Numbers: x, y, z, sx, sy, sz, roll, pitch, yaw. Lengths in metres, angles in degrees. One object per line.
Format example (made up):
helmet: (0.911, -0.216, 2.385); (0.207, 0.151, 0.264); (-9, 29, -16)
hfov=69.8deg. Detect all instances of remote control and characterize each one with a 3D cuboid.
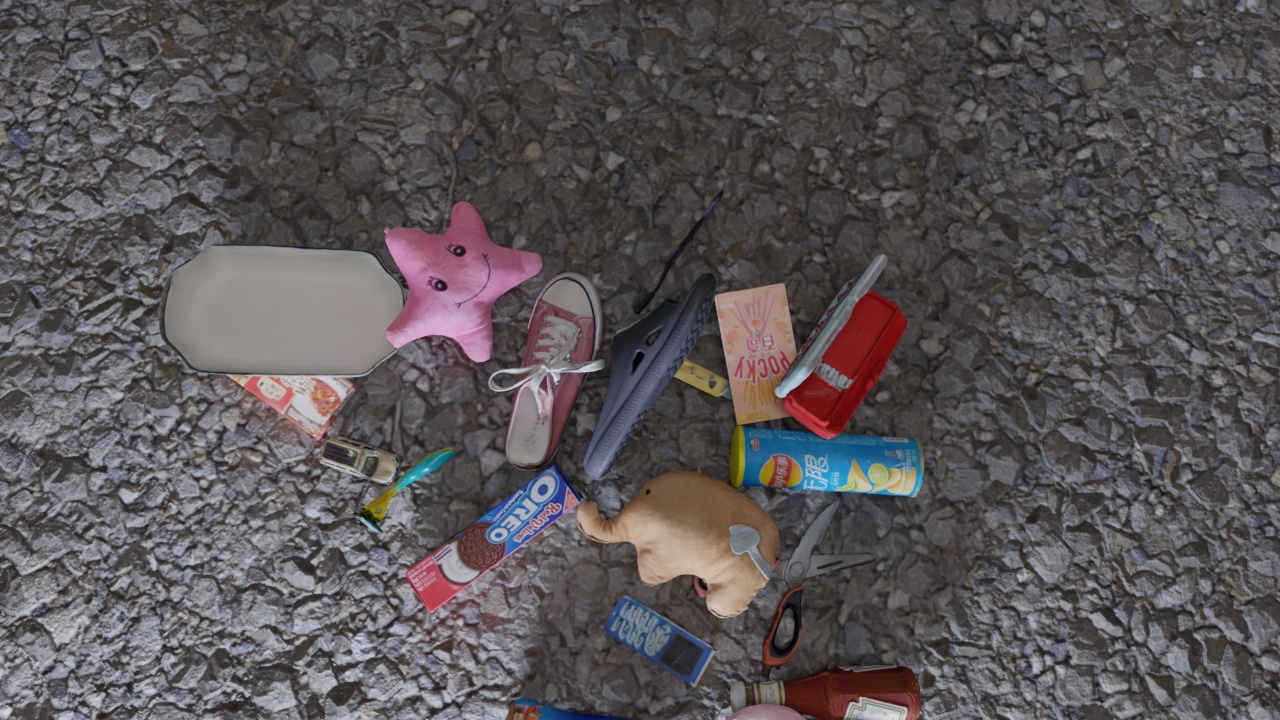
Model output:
remote control: (0.022, 0.317, 1.042); (0.125, 0.024, 0.049); (31, 81, 4)

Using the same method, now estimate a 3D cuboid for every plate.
plate: (-0.405, -0.052, 1.054); (0.265, 0.034, 0.161); (1, 70, -12)

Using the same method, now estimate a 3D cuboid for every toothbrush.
toothbrush: (0.046, -0.134, 1.117); (0.017, 0.014, 0.189); (33, 81, 15)

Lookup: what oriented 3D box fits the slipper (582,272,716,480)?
slipper: (-0.006, 0.006, 1.038); (0.083, 0.110, 0.268); (32, 92, 7)

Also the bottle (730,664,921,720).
bottle: (0.204, 0.374, 1.026); (0.206, 0.060, 0.059); (-2, 81, 2)

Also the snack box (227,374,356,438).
snack box: (-0.414, 0.017, 1.069); (0.153, 0.025, 0.075); (35, 81, 3)

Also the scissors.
scissors: (0.163, 0.252, 1.064); (0.189, 0.015, 0.224); (24, 80, 1)

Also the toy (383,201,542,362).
toy: (-0.225, -0.092, 1.061); (0.178, 0.075, 0.194); (34, 71, -11)

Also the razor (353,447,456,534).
razor: (-0.266, 0.142, 1.055); (0.132, 0.043, 0.028); (-41, 44, -9)

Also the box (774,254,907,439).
box: (0.241, -0.017, 1.038); (0.095, 0.100, 0.200); (36, 64, 5)

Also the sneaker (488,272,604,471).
sneaker: (-0.102, 0.009, 1.051); (0.118, 0.088, 0.241); (16, 82, 0)

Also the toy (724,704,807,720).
toy: (0.153, 0.430, 1.003); (0.159, 0.054, 0.121); (22, 119, -9)

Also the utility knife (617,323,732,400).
utility knife: (0.049, 0.007, 1.098); (0.178, 0.019, 0.031); (28, 87, -3)

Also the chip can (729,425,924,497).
chip can: (0.212, 0.117, 1.057); (0.210, 0.071, 0.071); (4, 81, -2)

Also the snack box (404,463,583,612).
snack box: (-0.163, 0.197, 1.037); (0.207, 0.058, 0.057); (-36, 87, -7)

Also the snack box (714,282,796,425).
snack box: (0.141, -0.007, 1.079); (0.084, 0.026, 0.157); (-10, 86, 2)

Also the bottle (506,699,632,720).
bottle: (-0.041, 0.421, 1.004); (0.218, 0.065, 0.065); (10, 81, -1)

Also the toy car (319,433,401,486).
toy car: (-0.322, 0.115, 1.054); (0.090, 0.035, 0.042); (19, 83, -2)

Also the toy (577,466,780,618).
toy: (0.044, 0.189, 1.034); (0.226, 0.082, 0.143); (20, 71, 16)
